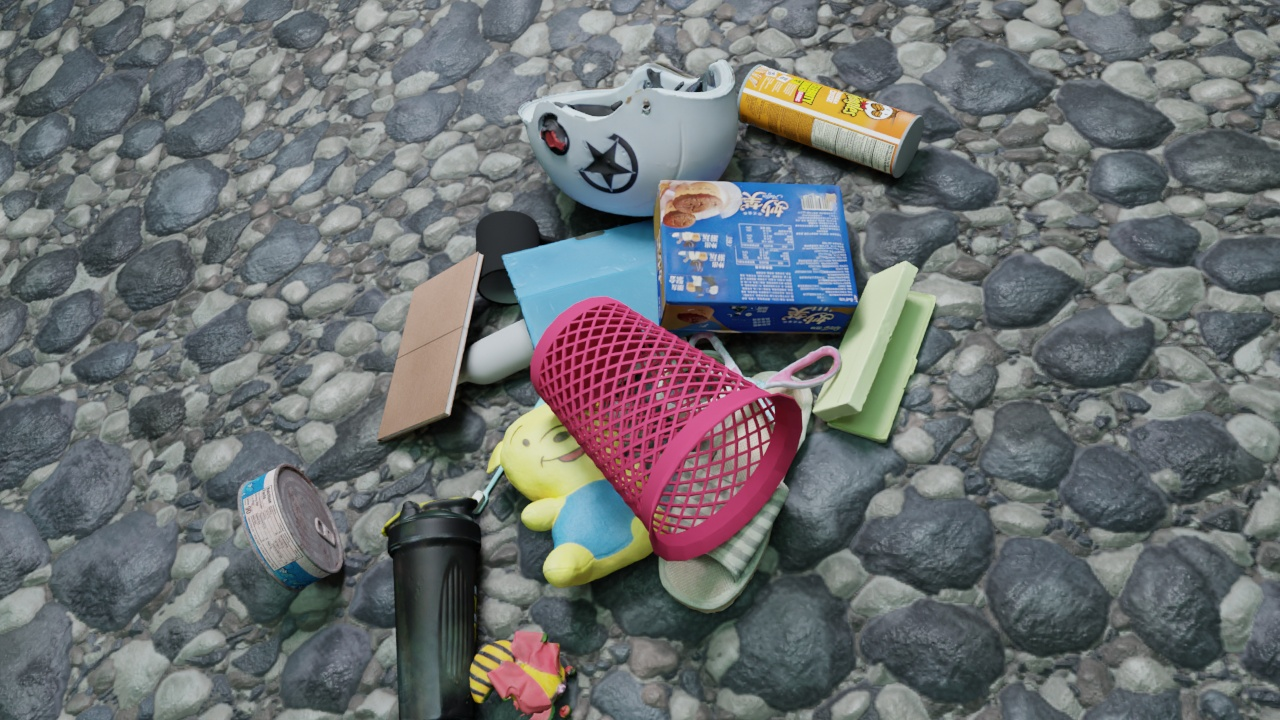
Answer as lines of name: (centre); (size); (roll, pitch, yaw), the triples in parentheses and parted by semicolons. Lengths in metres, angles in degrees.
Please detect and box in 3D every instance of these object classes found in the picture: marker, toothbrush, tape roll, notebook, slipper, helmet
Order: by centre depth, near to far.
slipper: (0.101, 0.124, 0.942); (0.114, 0.054, 0.272); (14, 64, 27)
tape roll: (0.062, 0.027, 1.003); (0.094, 0.018, 0.093); (-15, 41, 13)
toothbrush: (-0.139, 0.094, 1.033); (0.016, 0.016, 0.180); (23, 69, 24)
marker: (-0.006, 0.006, 1.048); (0.133, 0.017, 0.020); (-29, 41, -3)
notebook: (-0.247, -0.016, 1.078); (0.142, 0.008, 0.208); (-20, 53, 41)
helmet: (-0.011, -0.258, 1.101); (0.264, 0.164, 0.235); (5, 27, 29)

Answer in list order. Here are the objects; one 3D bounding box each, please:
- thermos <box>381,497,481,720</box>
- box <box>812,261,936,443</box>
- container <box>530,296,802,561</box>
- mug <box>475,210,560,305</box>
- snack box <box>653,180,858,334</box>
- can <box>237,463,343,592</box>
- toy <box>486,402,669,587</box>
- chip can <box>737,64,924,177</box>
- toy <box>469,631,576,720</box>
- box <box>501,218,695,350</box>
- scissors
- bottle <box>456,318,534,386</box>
thermos: (-0.207, 0.249, 0.923); (0.098, 0.098, 0.220); (-10, 65, 8)
box: (0.248, -0.012, 0.980); (0.078, 0.090, 0.187); (1, 58, 49)
container: (0.009, 0.047, 0.879); (0.183, 0.183, 0.226); (-42, 54, -11)
mug: (-0.144, -0.124, 1.124); (0.113, 0.078, 0.087); (3, 59, -16)
snack box: (0.120, -0.112, 0.999); (0.202, 0.069, 0.154); (0, 65, -6)
can: (-0.370, 0.177, 0.975); (0.044, 0.130, 0.130); (-27, 60, -3)
toy: (-0.069, 0.131, 0.955); (0.148, 0.084, 0.214); (-18, 54, -22)
chip can: (0.229, -0.294, 1.121); (0.215, 0.075, 0.075); (27, 71, 24)
toy: (-0.111, 0.302, 0.880); (0.103, 0.046, 0.084); (13, 66, -8)
box: (-0.028, -0.090, 1.038); (0.231, 0.048, 0.176); (-17, 62, -13)
scissors: (0.123, 0.014, 0.969); (0.170, 0.013, 0.172); (-28, 52, -10)
bottle: (-0.156, -0.010, 1.071); (0.195, 0.052, 0.052); (-26, 60, -1)
